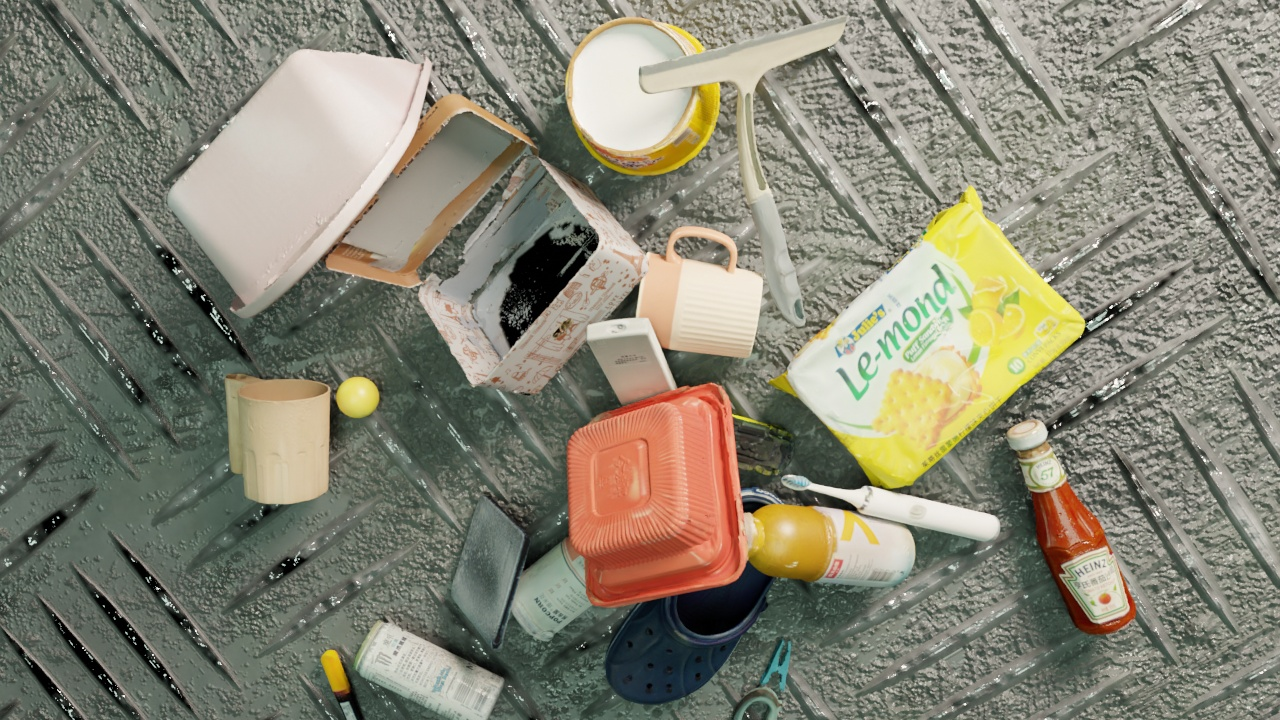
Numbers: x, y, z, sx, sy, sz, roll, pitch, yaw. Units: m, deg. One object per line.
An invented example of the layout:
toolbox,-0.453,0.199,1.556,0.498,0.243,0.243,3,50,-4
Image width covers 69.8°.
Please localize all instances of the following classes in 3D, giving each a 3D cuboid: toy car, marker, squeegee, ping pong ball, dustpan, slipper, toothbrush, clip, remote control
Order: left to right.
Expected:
dustpan,-0.249,-0.134,0.747,0.223,0.273,0.139,-42,91,16
marker,-0.313,0.365,0.981,0.018,0.015,0.124,-15,102,10
ping pong ball,-0.277,0.036,0.898,0.040,0.040,0.040,1,101,5
remote control,-0.005,0.005,0.827,0.056,0.135,0.019,-7,59,12
slipper,0.062,0.238,0.879,0.105,0.095,0.253,35,99,1
toy car,0.095,0.076,0.873,0.105,0.032,0.048,16,102,-9
squeegee,0.105,-0.145,0.781,0.039,0.245,0.247,9,119,49
clip,0.140,0.305,0.922,0.050,0.015,0.057,14,104,5
toothbrush,0.229,0.132,0.840,0.221,0.026,0.026,15,71,-15

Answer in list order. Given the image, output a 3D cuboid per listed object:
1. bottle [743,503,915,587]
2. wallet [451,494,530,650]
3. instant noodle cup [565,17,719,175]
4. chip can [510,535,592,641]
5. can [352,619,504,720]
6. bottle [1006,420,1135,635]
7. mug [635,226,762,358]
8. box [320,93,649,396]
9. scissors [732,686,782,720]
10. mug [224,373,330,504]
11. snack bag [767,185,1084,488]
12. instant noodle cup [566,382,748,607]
bottle,0.159,0.166,0.830,0.189,0.068,0.068,10,103,-25
wallet,-0.146,0.204,0.895,0.019,0.097,0.121,8,103,-38
instant noodle cup,-0.003,-0.227,0.783,0.138,0.109,0.138,1,101,7
chip can,-0.029,0.180,0.885,0.215,0.071,0.071,-40,95,11
can,-0.216,0.322,0.939,0.147,0.058,0.058,26,102,1
bottle,0.391,0.152,0.843,0.060,0.059,0.206,-25,98,10
mug,0.053,-0.062,0.821,0.106,0.081,0.115,9,115,2
box,-0.131,-0.093,0.764,0.183,0.193,0.157,-47,61,16
scissors,0.178,0.406,0.936,0.179,0.019,0.170,-12,98,7
mug,-0.362,0.074,0.901,0.125,0.084,0.103,11,104,28
snack bag,0.255,-0.012,0.820,0.158,0.068,0.247,44,102,-4
instant noodle cup,0.003,0.109,0.801,0.165,0.079,0.188,-21,58,28
